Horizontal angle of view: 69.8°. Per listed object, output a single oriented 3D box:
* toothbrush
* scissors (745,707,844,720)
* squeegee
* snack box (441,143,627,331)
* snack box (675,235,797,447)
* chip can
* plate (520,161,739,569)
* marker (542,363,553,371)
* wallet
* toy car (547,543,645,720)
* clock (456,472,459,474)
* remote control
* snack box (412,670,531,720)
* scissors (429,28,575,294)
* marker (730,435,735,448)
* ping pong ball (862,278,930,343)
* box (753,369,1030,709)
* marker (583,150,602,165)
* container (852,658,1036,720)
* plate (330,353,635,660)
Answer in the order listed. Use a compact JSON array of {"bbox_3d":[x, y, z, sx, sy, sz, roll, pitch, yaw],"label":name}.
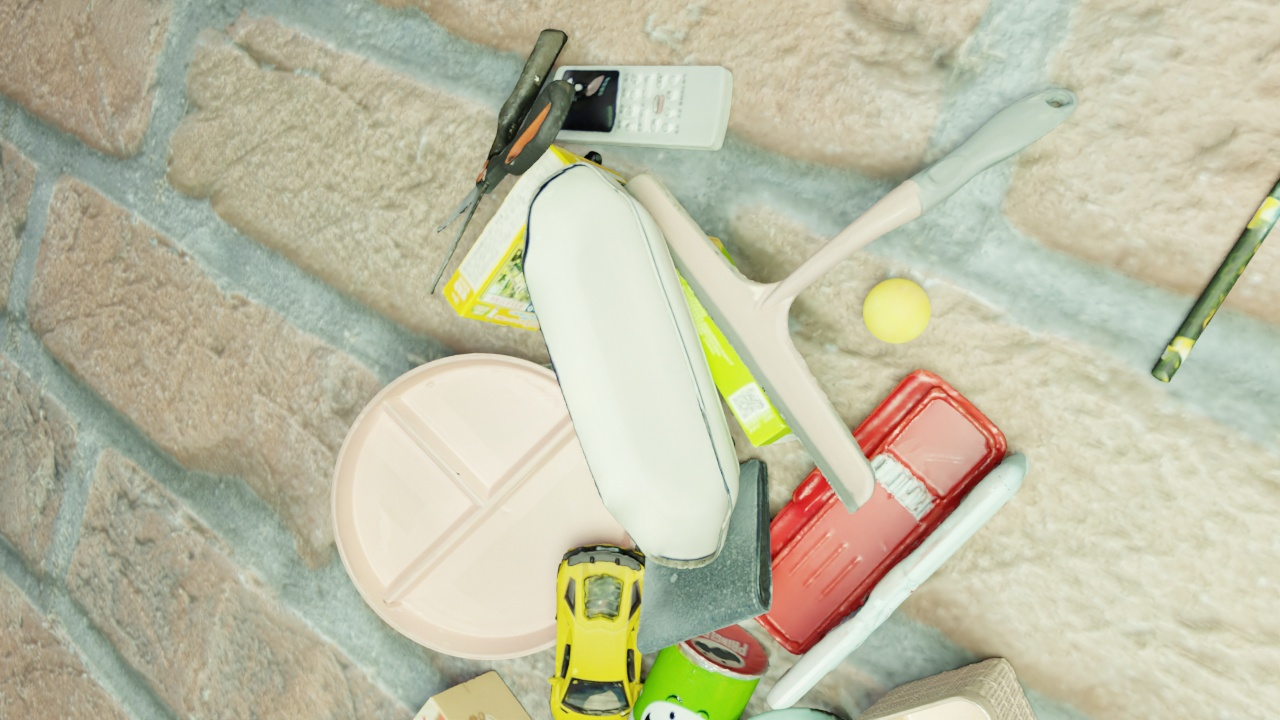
[{"bbox_3d":[0.330,-0.068,0.484,0.017,0.012,0.186,31,104,16],"label":"toothbrush"},{"bbox_3d":[0.071,0.276,0.588,0.181,0.019,0.170,-43,104,5],"label":"scissors"},{"bbox_3d":[0.149,-0.086,0.529,0.249,0.040,0.247,-35,71,3],"label":"squeegee"},{"bbox_3d":[-0.073,-0.087,0.677,0.033,0.086,0.141,48,111,29],"label":"snack box"},{"bbox_3d":[0.061,-0.018,0.600,0.026,0.085,0.156,-39,70,26],"label":"snack box"},{"bbox_3d":[0.008,0.289,0.632,0.072,0.072,0.236,30,105,27],"label":"chip can"},{"bbox_3d":[-0.004,0.003,0.594,0.162,0.034,0.265,-20,89,58],"label":"plate"},{"bbox_3d":[-0.027,0.004,0.690,0.145,0.017,0.017,-8,85,31],"label":"marker"},{"bbox_3d":[0.041,0.127,0.606,0.097,0.019,0.120,-28,34,29],"label":"wallet"},{"bbox_3d":[-0.028,0.205,0.655,0.071,0.041,0.156,5,100,-1],"label":"toy car"},{"bbox_3d":[-0.192,0.134,0.762,0.162,0.056,0.116,-29,74,27],"label":"clock"},{"bbox_3d":[-0.004,-0.188,0.678,0.150,0.021,0.058,10,94,30],"label":"remote control"},{"bbox_3d":[-0.134,0.315,0.712,0.093,0.077,0.094,45,110,24],"label":"snack box"},{"bbox_3d":[-0.104,-0.156,0.680,0.234,0.021,0.220,-20,47,57],"label":"scissors"},{"bbox_3d":[0.014,0.041,0.668,0.124,0.015,0.018,22,101,26],"label":"marker"},{"bbox_3d":[0.158,-0.031,0.568,0.040,0.040,0.040,-1,88,30],"label":"ping pong ball"},{"bbox_3d":[0.130,0.105,0.548,0.102,0.100,0.202,46,110,22],"label":"box"},{"bbox_3d":[-0.073,-0.116,0.722,0.124,0.015,0.018,-45,69,19],"label":"marker"},{"bbox_3d":[0.175,0.224,0.511,0.090,0.110,0.090,-29,75,27],"label":"container"},{"bbox_3d":[-0.115,0.108,0.683,0.229,0.028,0.229,0,95,3],"label":"plate"}]
